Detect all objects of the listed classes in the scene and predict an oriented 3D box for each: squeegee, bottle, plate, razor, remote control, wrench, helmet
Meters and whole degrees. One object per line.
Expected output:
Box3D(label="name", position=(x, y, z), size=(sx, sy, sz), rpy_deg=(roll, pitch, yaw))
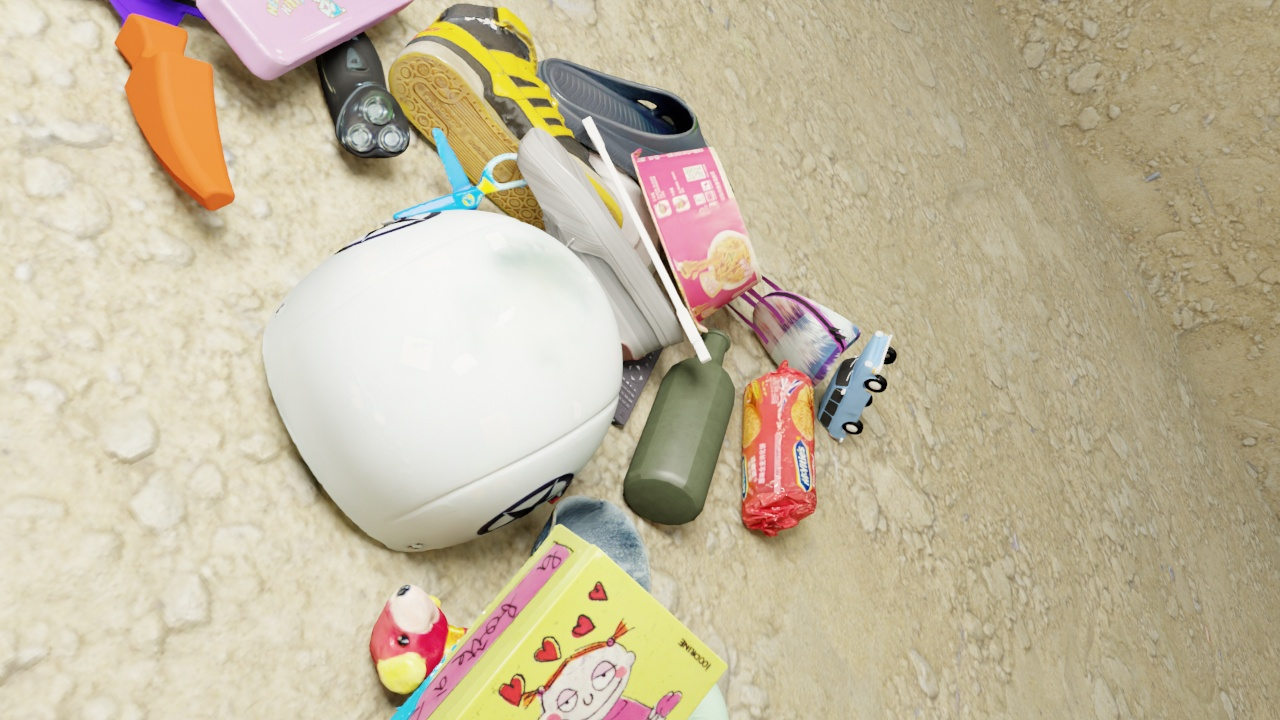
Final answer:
Box3D(label="squeegee", position=(-0.304, -0.172, 0.597), size=(0.249, 0.055, 0.184), rpy_deg=(1, 53, -55))
Box3D(label="bottle", position=(0.046, 0.050, 0.839), size=(0.071, 0.072, 0.206), rpy_deg=(44, 44, -22))
Box3D(label="plate", position=(-0.034, -0.144, 0.904), size=(0.157, 0.014, 0.156), rpy_deg=(24, 53, -37))
Box3D(label="razor", position=(-0.218, -0.216, 0.709), size=(0.052, 0.064, 0.140), rpy_deg=(-8, 64, -32))
Box3D(label="remote control", position=(-0.005, 0.005, 0.853), size=(0.032, 0.015, 0.136), rpy_deg=(46, 45, -20))
Box3D(label="wrench", position=(0.002, -0.114, 0.820), size=(0.273, 0.009, 0.047), rpy_deg=(65, 5, 24))
Box3D(label="helmet", position=(-0.105, -0.006, 0.639), size=(0.263, 0.164, 0.236), rpy_deg=(-27, 91, -51))

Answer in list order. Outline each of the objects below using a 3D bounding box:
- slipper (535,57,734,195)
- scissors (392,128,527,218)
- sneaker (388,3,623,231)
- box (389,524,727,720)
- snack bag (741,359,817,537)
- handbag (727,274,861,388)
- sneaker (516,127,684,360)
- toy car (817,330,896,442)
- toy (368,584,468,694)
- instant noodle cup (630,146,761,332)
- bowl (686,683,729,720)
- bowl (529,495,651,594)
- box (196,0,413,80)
Box3D(label="slipper", position=(0.010, -0.245, 0.946), size=(0.268, 0.084, 0.110), rpy_deg=(23, 42, -35))
Box3D(label="scissors", position=(-0.137, -0.131, 0.748), size=(0.130, 0.014, 0.125), rpy_deg=(-30, 111, -21))
Box3D(label="sneaker", position=(-0.103, -0.210, 0.811), size=(0.238, 0.086, 0.121), rpy_deg=(40, 42, -29))
Box3D(label="box", position=(-0.069, 0.221, 0.537), size=(0.220, 0.082, 0.124), rpy_deg=(-47, 110, -16))
Box3D(label="snack bag", position=(0.140, 0.091, 0.915), size=(0.082, 0.083, 0.176), rpy_deg=(29, 51, -34))
Box3D(label="handbag", position=(0.139, -0.050, 0.966), size=(0.170, 0.145, 0.068), rpy_deg=(40, 73, 6))
Box3D(label="sneaker", position=(-0.051, -0.080, 0.770), size=(0.236, 0.089, 0.099), rpy_deg=(54, 8, -34))
Box3D(label="toy car", position=(0.237, 0.029, 1.014), size=(0.055, 0.154, 0.056), rpy_deg=(22, 54, 9))
Box3D(label="toy", position=(-0.108, 0.196, 0.595), size=(0.137, 0.067, 0.105), rpy_deg=(19, 92, -19))
Box3D(label="instant noodle cup", position=(0.058, -0.126, 0.878), size=(0.178, 0.078, 0.178), rpy_deg=(-20, 89, -85))
Box3D(label="bowl", position=(0.010, 0.271, 0.639), size=(0.150, 0.077, 0.151), rpy_deg=(-3, 95, -42))
Box3D(label="bowl", position=(-0.046, 0.161, 0.693), size=(0.110, 0.055, 0.110), rpy_deg=(24, 53, -37))
Box3D(label="box", position=(-0.268, -0.294, 0.679), size=(0.149, 0.051, 0.213), rpy_deg=(34, 39, -6))
